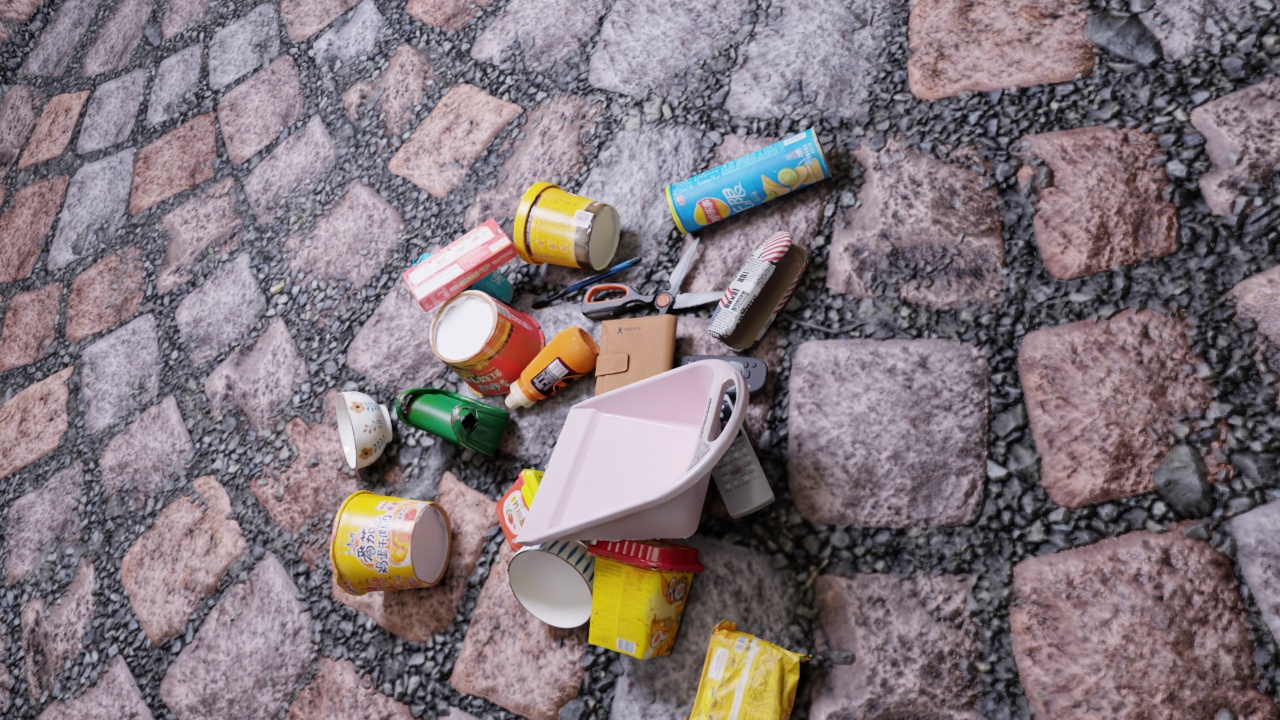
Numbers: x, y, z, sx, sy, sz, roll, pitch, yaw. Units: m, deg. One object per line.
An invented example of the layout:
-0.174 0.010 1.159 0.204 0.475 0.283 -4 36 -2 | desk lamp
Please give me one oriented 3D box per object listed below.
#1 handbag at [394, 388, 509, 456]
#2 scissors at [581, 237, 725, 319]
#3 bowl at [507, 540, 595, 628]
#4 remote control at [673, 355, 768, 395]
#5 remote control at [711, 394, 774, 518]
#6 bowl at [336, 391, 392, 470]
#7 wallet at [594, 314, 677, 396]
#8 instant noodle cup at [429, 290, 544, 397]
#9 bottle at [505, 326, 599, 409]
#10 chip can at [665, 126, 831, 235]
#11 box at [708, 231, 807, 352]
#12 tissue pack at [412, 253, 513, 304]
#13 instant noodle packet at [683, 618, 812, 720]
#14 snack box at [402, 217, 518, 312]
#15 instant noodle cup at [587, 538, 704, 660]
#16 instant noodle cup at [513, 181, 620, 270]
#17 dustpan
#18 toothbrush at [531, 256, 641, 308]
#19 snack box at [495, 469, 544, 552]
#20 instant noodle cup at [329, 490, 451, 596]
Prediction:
-0.253 0.077 1.245 0.131 0.120 0.068 17 82 29 | handbag
0.017 -0.067 1.236 0.221 0.021 0.233 13 75 29 | scissors
-0.094 0.256 1.106 0.117 0.116 0.066 1 27 26 | bowl
0.098 0.020 1.154 0.137 0.024 0.053 3 69 30 | remote control
0.107 0.112 1.101 0.058 0.021 0.150 -25 65 5 | remote control
-0.397 0.098 1.328 0.062 0.114 0.113 -9 53 -28 | bowl
-0.007 0.007 1.186 0.108 0.031 0.131 -3 67 25 | wallet
-0.219 -0.029 1.281 0.138 0.108 0.137 -11 63 22 | instant noodle cup
-0.125 0.018 1.246 0.150 0.066 0.066 -38 57 14 | bottle
0.143 -0.237 1.221 0.210 0.071 0.071 -19 61 16 | chip can
0.139 -0.094 1.153 0.075 0.082 0.163 32 87 39 | box
-0.263 -0.117 1.352 0.134 0.093 0.050 12 77 29 | tissue pack
0.115 0.355 0.986 0.111 0.044 0.128 15 79 24 | instant noodle packet
-0.252 -0.134 1.278 0.153 0.025 0.075 -34 47 -6 | snack box
0.000 0.268 1.048 0.116 0.116 0.123 7 83 29 | instant noodle cup
-0.100 -0.183 1.292 0.114 0.118 0.118 16 76 23 | instant noodle cup
-0.008 0.087 1.030 0.274 0.139 0.221 0 44 16 | dustpan
-0.079 -0.111 1.293 0.190 0.014 0.016 -21 45 26 | toothbrush
-0.131 0.195 1.161 0.080 0.082 0.091 -43 55 19 | snack box
-0.320 0.241 1.203 0.110 0.138 0.137 -2 67 17 | instant noodle cup
